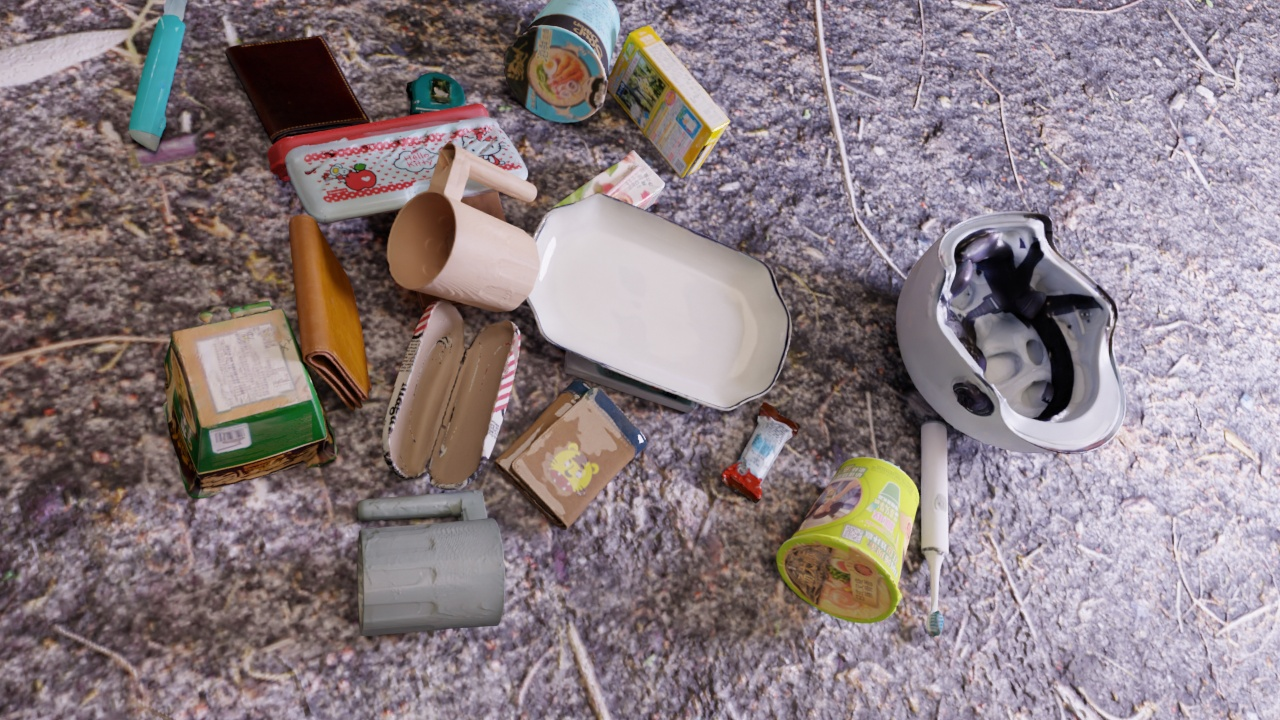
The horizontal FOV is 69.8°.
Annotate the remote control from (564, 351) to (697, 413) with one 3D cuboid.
[{"bbox_3d":[-0.005,0.005,0.877,0.135,0.019,0.056,19,61,-12],"label":"remote control"}]

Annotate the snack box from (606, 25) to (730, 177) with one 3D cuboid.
[{"bbox_3d":[0.027,-0.275,0.982,0.033,0.087,0.140,-37,83,-30],"label":"snack box"}]

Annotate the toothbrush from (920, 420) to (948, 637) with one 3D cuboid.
[{"bbox_3d":[0.293,0.164,0.916,0.026,0.026,0.220,12,62,-5],"label":"toothbrush"}]

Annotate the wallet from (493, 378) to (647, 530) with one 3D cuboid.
[{"bbox_3d":[-0.061,0.081,0.815,0.090,0.033,0.115,44,62,1],"label":"wallet"}]

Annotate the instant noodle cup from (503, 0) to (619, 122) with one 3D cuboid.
[{"bbox_3d":[-0.072,-0.330,0.965,0.111,0.111,0.120,25,51,-9],"label":"instant noodle cup"}]

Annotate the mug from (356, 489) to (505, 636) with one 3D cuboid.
[{"bbox_3d":[-0.168,0.153,0.718,0.103,0.084,0.123,-1,40,-21],"label":"mug"}]

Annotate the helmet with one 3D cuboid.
[{"bbox_3d":[0.367,-0.014,0.960,0.228,0.146,0.258,-33,89,-29],"label":"helmet"}]

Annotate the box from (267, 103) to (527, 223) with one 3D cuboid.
[{"bbox_3d":[-0.219,-0.185,0.822,0.200,0.069,0.158,-19,38,-28],"label":"box"}]

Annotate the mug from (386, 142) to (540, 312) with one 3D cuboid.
[{"bbox_3d":[-0.143,-0.109,0.786,0.103,0.084,0.124,16,91,-53],"label":"mug"}]

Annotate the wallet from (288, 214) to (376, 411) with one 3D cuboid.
[{"bbox_3d":[-0.249,-0.034,0.748,0.035,0.119,0.130,-14,62,-7],"label":"wallet"}]

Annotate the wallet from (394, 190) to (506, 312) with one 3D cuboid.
[{"bbox_3d":[-0.170,-0.105,0.866,0.101,0.020,0.115,-12,74,-24],"label":"wallet"}]

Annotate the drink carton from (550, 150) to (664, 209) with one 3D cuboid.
[{"bbox_3d":[-0.035,-0.158,0.927,0.053,0.046,0.122,47,59,3],"label":"drink carton"}]

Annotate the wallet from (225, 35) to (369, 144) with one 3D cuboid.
[{"bbox_3d":[-0.323,-0.258,0.869,0.096,0.020,0.122,-20,68,-30],"label":"wallet"}]

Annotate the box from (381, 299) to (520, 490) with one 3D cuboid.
[{"bbox_3d":[-0.162,0.025,0.773,0.086,0.076,0.161,35,55,-39],"label":"box"}]

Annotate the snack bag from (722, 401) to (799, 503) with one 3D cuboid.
[{"bbox_3d":[0.116,0.087,0.883,0.045,0.026,0.105,32,58,6],"label":"snack bag"}]

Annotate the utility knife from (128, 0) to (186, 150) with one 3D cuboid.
[{"bbox_3d":[-0.437,-0.269,0.839,0.029,0.013,0.184,9,65,-21],"label":"utility knife"}]

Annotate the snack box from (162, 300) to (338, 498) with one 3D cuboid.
[{"bbox_3d":[-0.302,0.026,0.701,0.118,0.106,0.117,-17,74,-26],"label":"snack box"}]

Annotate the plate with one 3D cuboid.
[{"bbox_3d":[0.015,-0.052,0.867,0.265,0.034,0.161,21,72,-12],"label":"plate"}]

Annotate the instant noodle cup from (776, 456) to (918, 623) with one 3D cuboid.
[{"bbox_3d":[0.200,0.156,0.842,0.111,0.112,0.123,38,52,-1],"label":"instant noodle cup"}]

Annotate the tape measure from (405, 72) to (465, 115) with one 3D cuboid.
[{"bbox_3d":[-0.204,-0.263,0.922,0.058,0.025,0.054,-2,68,-23],"label":"tape measure"}]
